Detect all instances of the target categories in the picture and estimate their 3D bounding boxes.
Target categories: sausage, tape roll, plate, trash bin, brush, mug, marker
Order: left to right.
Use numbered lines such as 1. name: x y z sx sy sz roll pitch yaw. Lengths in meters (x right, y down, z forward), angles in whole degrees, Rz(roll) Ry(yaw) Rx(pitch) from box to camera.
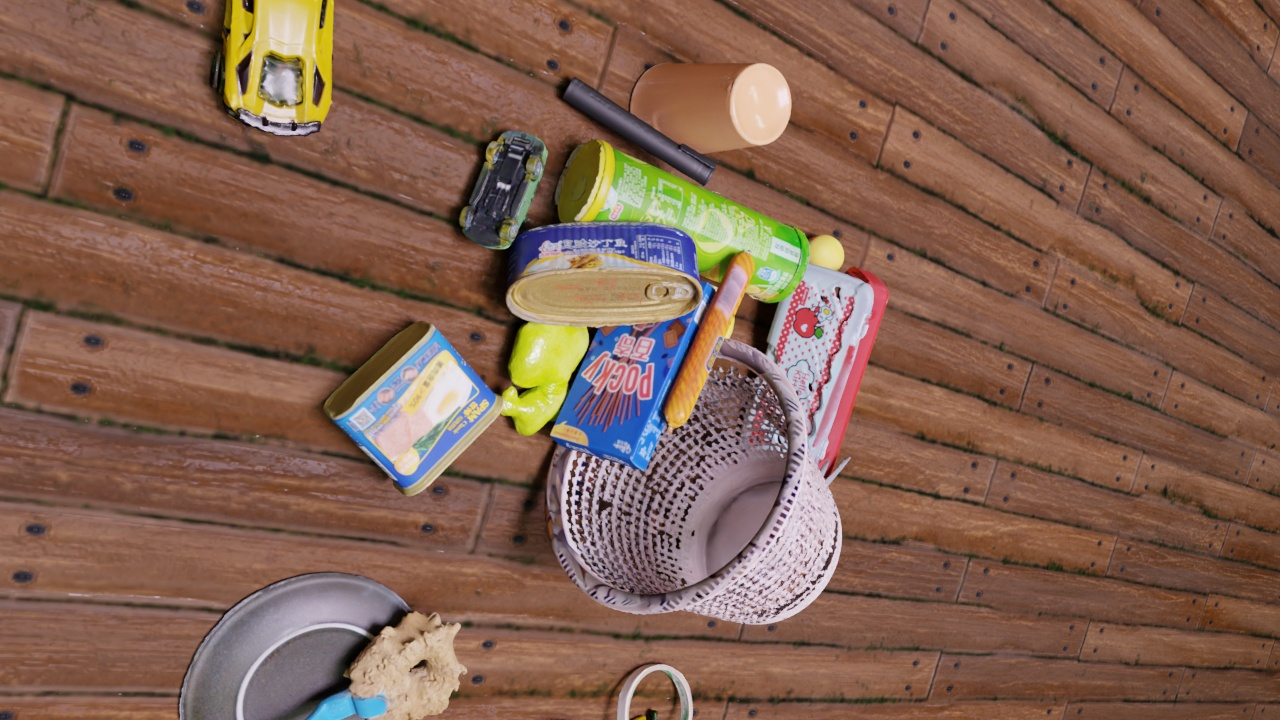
1. brush: -0.236 0.261 0.648 0.254 0.046 0.083 -23 117 -32
2. plate: -0.244 0.246 0.687 0.179 0.024 0.179 -8 105 -32
3. marker: 0.000 -0.178 0.716 0.132 0.022 0.020 31 55 -7
4. tape roll: 0.014 0.331 0.863 0.085 0.014 0.085 12 71 -39
5. sausage: 0.054 -0.018 0.715 0.021 0.021 0.165 36 71 -34
6. mug: 0.057 -0.198 0.722 0.078 0.123 0.078 -8 105 -33
7. trash bin: 0.065 0.122 0.763 0.227 0.228 0.192 -57 136 -9

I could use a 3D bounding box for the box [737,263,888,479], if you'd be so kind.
1. box: 0.153 0.009 0.855 0.098 0.095 0.202 12 109 -6

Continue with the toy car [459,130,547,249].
1. toy car: -0.099 -0.125 0.683 0.036 0.043 0.091 57 55 -74

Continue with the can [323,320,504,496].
1. can: -0.165 0.033 0.671 0.102 0.057 0.083 -46 119 -17

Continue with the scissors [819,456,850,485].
1. scissors: 0.141 0.155 0.880 0.141 0.012 0.171 -23 140 -10

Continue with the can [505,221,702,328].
1. can: -0.028 -0.065 0.700 0.148 0.075 0.049 -2 60 -3

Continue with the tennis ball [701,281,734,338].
1. tennis ball: 0.048 -0.036 0.788 0.065 0.065 0.065 -8 105 -32

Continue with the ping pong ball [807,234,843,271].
1. ping pong ball: 0.172 -0.099 0.870 0.040 0.040 0.040 -8 105 -32

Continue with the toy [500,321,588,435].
1. toy: -0.077 0.007 0.736 0.096 0.031 0.100 -27 120 -37

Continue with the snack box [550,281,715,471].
1. snack box: -0.004 0.004 0.735 0.026 0.085 0.157 43 66 -50

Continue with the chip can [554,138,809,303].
1. chip can: 0.041 -0.109 0.755 0.221 0.073 0.072 17 91 -30

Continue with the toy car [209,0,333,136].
1. toy car: -0.228 -0.221 0.580 0.071 0.041 0.156 3 98 -34

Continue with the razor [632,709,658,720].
1. razor: -0.037 0.342 0.842 0.132 0.028 0.043 19 71 -39
